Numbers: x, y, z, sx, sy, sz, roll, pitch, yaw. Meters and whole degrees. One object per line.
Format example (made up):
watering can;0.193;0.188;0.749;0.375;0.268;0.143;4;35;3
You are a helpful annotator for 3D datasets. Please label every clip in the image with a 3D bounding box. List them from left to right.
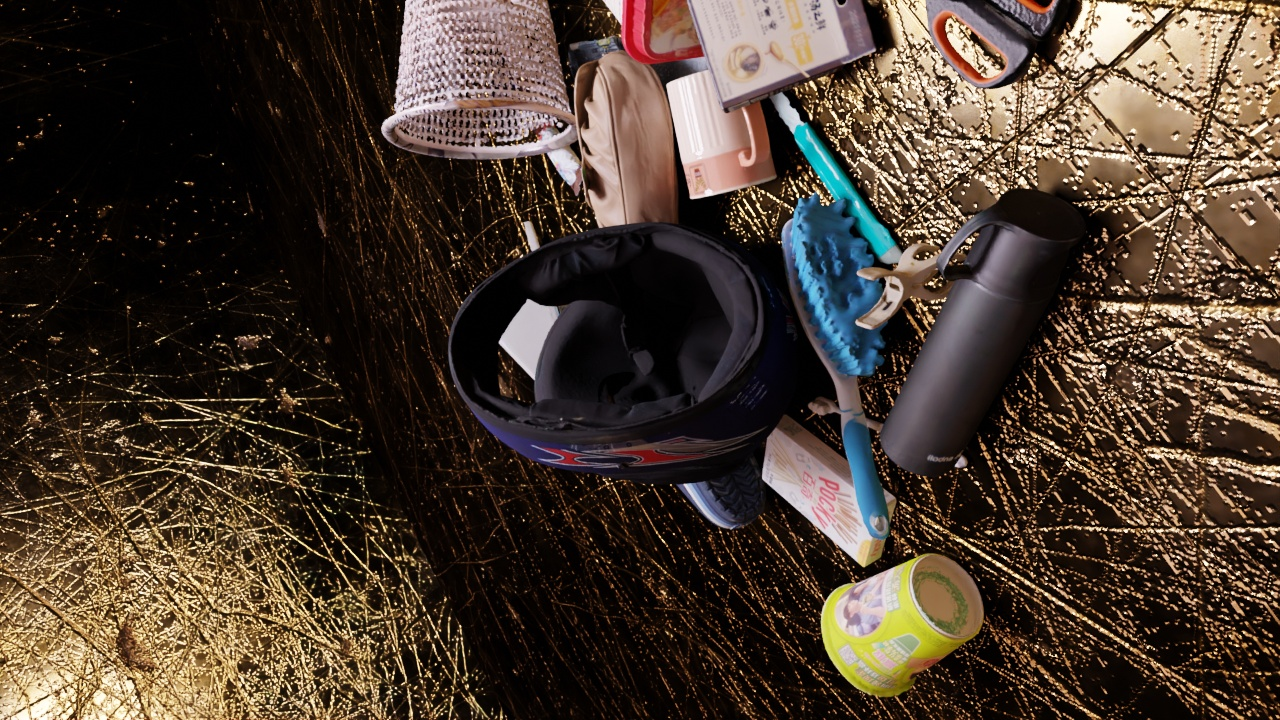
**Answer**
clip;0.205;-0.059;0.703;0.035;0.100;0.074;30;133;46

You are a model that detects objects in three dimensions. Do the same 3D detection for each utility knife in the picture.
utility knife;0.159;-0.170;0.790;0.219;0.013;0.029;58;152;11

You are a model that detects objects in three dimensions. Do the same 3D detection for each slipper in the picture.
slipper;0.052;0.083;1.064;0.252;0.104;0.095;54;147;9

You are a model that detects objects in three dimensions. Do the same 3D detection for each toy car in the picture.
toy car;-0.045;-0.326;1.002;0.106;0.031;0.049;21;125;54

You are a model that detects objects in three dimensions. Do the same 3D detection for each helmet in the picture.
helmet;-0.005;0.005;0.897;0.240;0.315;0.247;71;-170;-70

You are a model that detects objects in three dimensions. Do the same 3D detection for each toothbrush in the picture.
toothbrush;0.224;0.065;0.848;0.180;0.016;0.016;24;132;51

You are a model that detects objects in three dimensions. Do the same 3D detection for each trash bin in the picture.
trash bin;-0.183;-0.349;1.046;0.228;0.227;0.192;-5;88;60

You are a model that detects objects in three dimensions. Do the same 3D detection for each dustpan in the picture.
dustpan;-0.113;-0.050;1.253;0.258;0.142;0.222;45;-179;-13

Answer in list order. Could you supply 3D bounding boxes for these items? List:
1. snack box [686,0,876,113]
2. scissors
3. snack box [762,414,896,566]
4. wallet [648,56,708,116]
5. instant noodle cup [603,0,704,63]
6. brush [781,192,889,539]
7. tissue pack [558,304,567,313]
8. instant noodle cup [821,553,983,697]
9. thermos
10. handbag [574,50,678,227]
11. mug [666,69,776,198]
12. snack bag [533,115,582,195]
snack box;0.107;-0.272;0.725;0.053;0.126;0.113;-52;-56;-77
scissors;0.200;-0.290;0.626;0.140;0.021;0.235;-36;77;51
snack box;0.189;0.131;0.945;0.157;0.026;0.085;41;142;40
wallet;0.032;-0.298;0.910;0.121;0.019;0.097;49;145;31
instant noodle cup;0.022;-0.338;0.811;0.124;0.116;0.116;-125;28;-43
brush;0.187;0.013;0.814;0.109;0.060;0.314;151;102;-78
tissue pack;-0.053;-0.034;1.193;0.090;0.063;0.140;9;117;63
instant noodle cup;0.247;0.239;0.851;0.111;0.111;0.124;57;143;18
thermos;0.240;-0.014;0.693;0.068;0.090;0.243;-96;11;-45
handbag;-0.016;-0.205;0.934;0.205;0.099;0.147;84;171;-46
mug;0.078;-0.207;0.822;0.114;0.081;0.106;-159;52;-70
snack bag;-0.100;-0.259;1.150;0.105;0.026;0.045;56;146;15
